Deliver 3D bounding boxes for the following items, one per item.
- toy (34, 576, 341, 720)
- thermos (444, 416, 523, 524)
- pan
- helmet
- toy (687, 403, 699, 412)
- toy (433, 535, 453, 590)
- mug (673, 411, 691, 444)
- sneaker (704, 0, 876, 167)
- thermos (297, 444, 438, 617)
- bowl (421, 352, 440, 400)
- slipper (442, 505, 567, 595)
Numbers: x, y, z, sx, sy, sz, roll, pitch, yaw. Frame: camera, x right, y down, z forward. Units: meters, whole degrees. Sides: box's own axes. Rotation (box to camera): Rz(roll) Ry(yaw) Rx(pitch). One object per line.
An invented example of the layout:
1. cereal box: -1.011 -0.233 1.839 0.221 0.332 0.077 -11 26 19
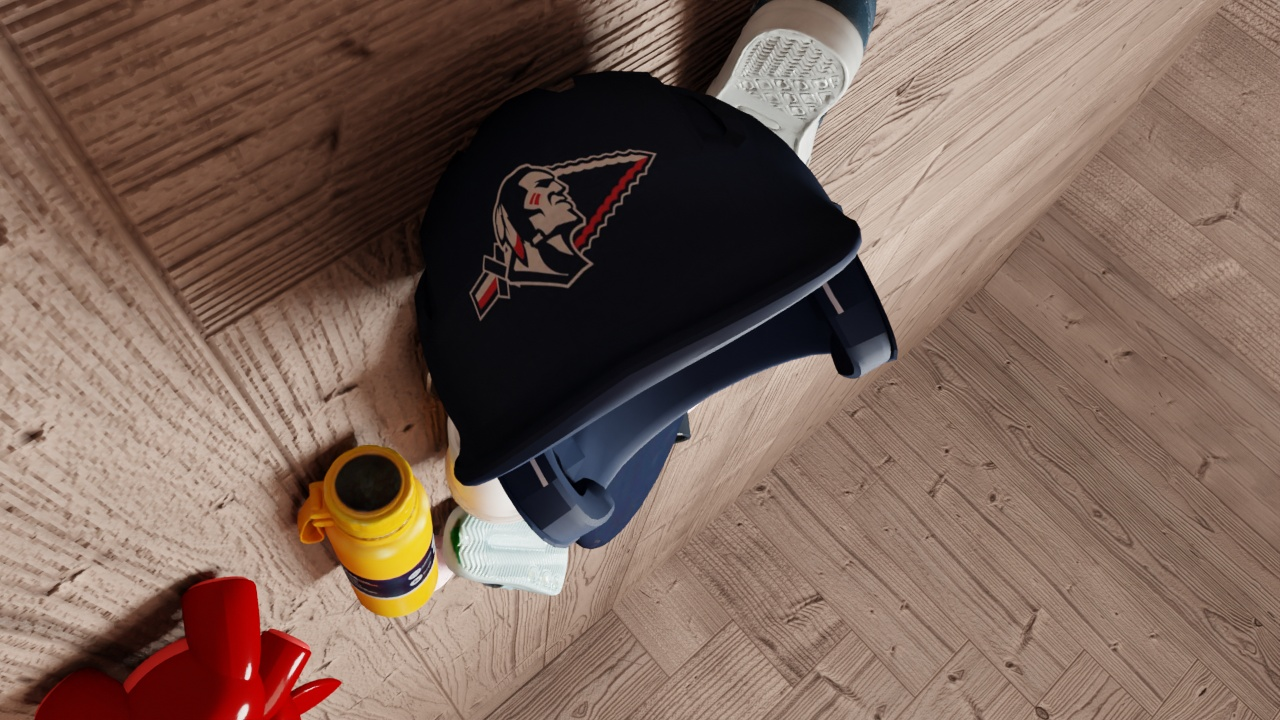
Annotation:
1. toy: -0.318 0.257 0.678 0.158 0.120 0.197 -39 154 -22
2. thermos: -0.103 0.073 0.700 0.099 0.099 0.221 -38 174 -16
3. pan: 0.032 0.001 0.799 0.356 0.021 0.199 -65 163 -7
4. helmet: -0.007 -0.033 0.466 0.232 0.223 0.272 -31 -164 7
5. toy: 0.043 0.043 1.118 0.099 0.053 0.096 -36 176 -13
6. toy: -0.212 0.209 0.939 0.063 0.047 0.110 -43 170 0
7. mug: -0.001 0.050 0.962 0.105 0.077 0.071 -16 162 35
8. sneaker: 0.091 -0.184 0.595 0.236 0.089 0.087 126 -13 -77
9. thermos: -0.208 0.143 0.721 0.091 0.076 0.233 -33 162 -24
10. bowl: -0.105 -0.023 0.623 0.117 0.030 0.118 -39 165 -13
11. slipper: -0.146 0.195 0.984 0.245 0.074 0.104 34 59 -64
